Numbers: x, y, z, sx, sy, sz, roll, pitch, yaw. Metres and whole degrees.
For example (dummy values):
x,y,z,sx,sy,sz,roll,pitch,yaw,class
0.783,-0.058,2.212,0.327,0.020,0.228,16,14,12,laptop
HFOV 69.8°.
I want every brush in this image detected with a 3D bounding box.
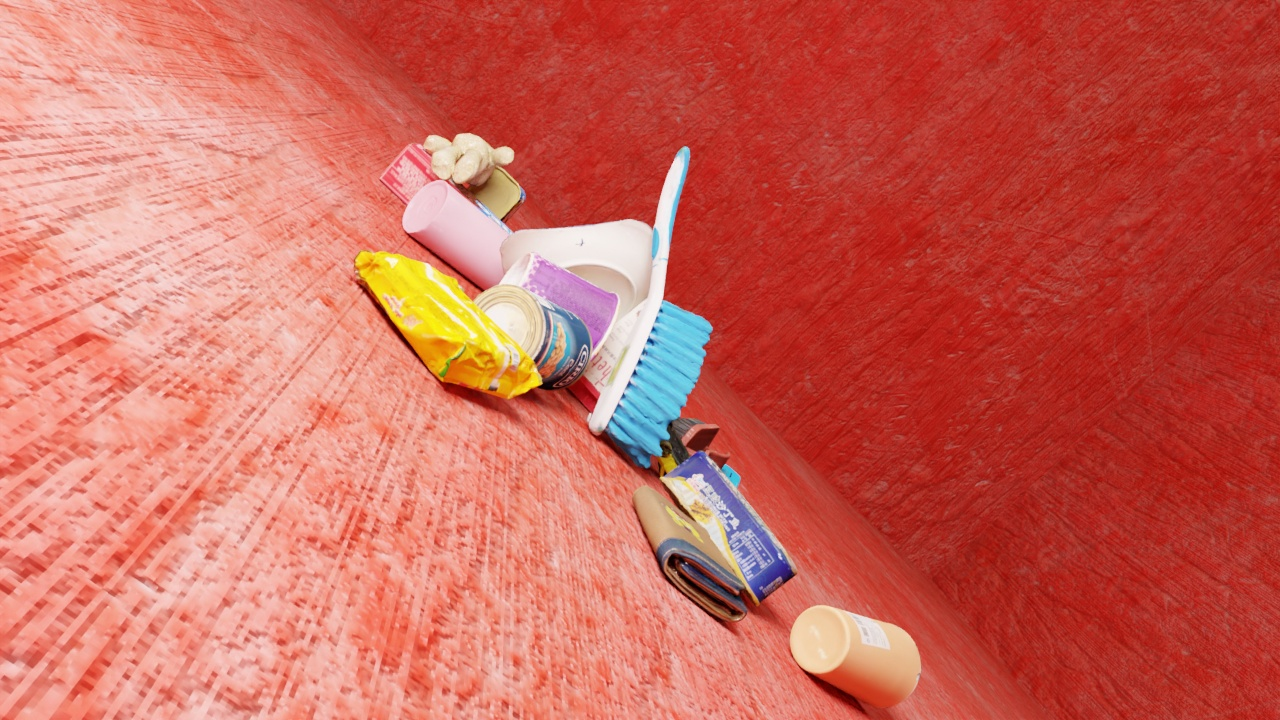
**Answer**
x,y,z,sx,sy,sz,roll,pitch,yaw,class
0.026,-0.057,0.907,0.109,0.314,0.061,27,-15,-10,brush
0.066,0.105,1.095,0.069,0.063,0.145,33,4,16,brush

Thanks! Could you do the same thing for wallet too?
x,y,z,sx,sy,sz,roll,pitch,yaw,class
0.038,0.153,0.738,0.090,0.033,0.115,42,3,-21,wallet

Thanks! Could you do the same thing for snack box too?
x,y,z,sx,sy,sz,roll,pitch,yaw,class
-0.208,-0.162,1.083,0.207,0.058,0.057,44,9,-12,snack box

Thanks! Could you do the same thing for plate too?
x,y,z,sx,sy,sz,roll,pitch,yaw,class
-0.060,-0.077,0.973,0.164,0.164,0.034,87,-3,-54,plate

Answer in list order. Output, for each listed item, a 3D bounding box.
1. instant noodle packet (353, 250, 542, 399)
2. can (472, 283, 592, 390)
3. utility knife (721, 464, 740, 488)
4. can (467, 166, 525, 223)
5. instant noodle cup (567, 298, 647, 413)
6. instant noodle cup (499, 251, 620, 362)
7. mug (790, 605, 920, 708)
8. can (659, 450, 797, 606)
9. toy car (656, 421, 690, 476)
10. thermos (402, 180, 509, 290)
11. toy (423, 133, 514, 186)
x,y,z,sx,sy,sz,roll,pitch,yaw,class
-0.139,-0.024,0.669,0.128,0.044,0.110,44,11,27,instant noodle packet
-0.095,-0.017,0.776,0.075,0.075,0.111,47,7,18,can
0.101,0.161,1.122,0.034,0.018,0.182,46,13,2,utility knife
-0.197,-0.197,1.181,0.057,0.102,0.083,44,5,-4,can
-0.006,0.006,0.983,0.116,0.124,0.116,46,7,10,instant noodle cup
-0.091,-0.046,0.896,0.099,0.112,0.111,33,10,-21,instant noodle cup
0.192,0.264,0.829,0.122,0.078,0.078,33,12,-42,mug
0.079,0.151,0.841,0.148,0.049,0.075,50,-8,28,can
0.031,0.101,0.955,0.048,0.032,0.105,-84,150,-56,toy car
-0.160,-0.120,0.998,0.067,0.087,0.198,4,-23,42,thermos
-0.200,-0.229,1.059,0.105,0.066,0.157,3,16,1,toy
